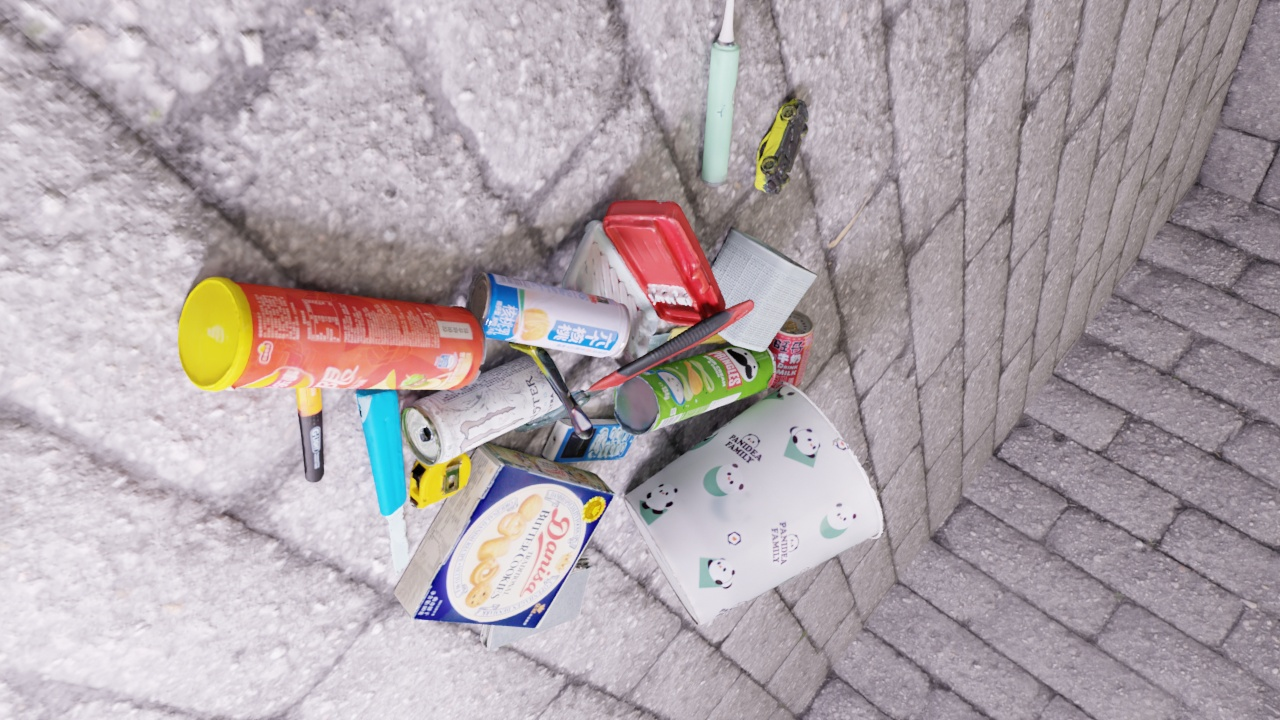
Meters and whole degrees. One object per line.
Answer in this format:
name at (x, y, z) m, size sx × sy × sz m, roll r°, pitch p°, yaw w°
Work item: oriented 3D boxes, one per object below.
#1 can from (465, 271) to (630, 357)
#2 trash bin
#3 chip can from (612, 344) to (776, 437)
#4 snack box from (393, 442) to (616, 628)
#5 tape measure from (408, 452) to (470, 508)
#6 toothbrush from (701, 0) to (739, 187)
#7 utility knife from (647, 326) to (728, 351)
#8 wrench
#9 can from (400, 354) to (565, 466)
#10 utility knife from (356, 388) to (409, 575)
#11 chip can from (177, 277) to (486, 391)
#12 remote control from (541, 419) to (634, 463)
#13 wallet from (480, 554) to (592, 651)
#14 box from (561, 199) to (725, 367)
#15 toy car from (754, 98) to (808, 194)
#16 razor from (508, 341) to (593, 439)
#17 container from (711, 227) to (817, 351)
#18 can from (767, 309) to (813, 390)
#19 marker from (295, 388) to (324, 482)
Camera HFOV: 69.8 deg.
can at (-0.078, -0.037, 0.783) m, size 0.134 × 0.053 × 0.053 m, roll 10°, pitch 113°, yaw -29°
trash bin at (0.131, 0.186, 1.148) m, size 0.251 × 0.229 × 0.230 m, roll -30°, pitch 144°, yaw -9°
chip can at (0.068, 0.029, 1.082) m, size 0.235 × 0.072 × 0.072 m, roll -16°, pitch 131°, yaw -47°
snack box at (-0.134, 0.187, 0.951) m, size 0.182 × 0.046 × 0.178 m, roll 23°, pitch 99°, yaw -48°
tape measure at (-0.183, 0.106, 0.848) m, size 0.059 × 0.029 × 0.057 m, roll -22°, pitch 135°, yaw -44°
toothbrush at (0.078, -0.265, 0.859) m, size 0.026 × 0.027 × 0.225 m, roll -82°, pitch 175°, yaw -48°
utility knife at (0.060, -0.028, 1.079) m, size 0.201 × 0.021 × 0.031 m, roll -5°, pitch 117°, yaw -47°
wrench at (-0.006, 0.005, 0.921) m, size 0.273 × 0.016 × 0.056 m, roll -27°, pitch 162°, yaw -6°
can at (-0.137, 0.041, 0.820) m, size 0.146 × 0.058 × 0.058 m, roll -25°, pitch 138°, yaw -41°
utility knife at (-0.221, 0.112, 0.810) m, size 0.034 × 0.018 × 0.235 m, roll -32°, pitch 141°, yaw -37°
chip can at (-0.209, -0.014, 0.656) m, size 0.216 × 0.073 × 0.073 m, roll 2°, pitch 117°, yaw -55°
remote control at (-0.054, 0.087, 1.014) m, size 0.124 × 0.024 × 0.049 m, roll 4°, pitch 116°, yaw -52°
wallet at (-0.124, 0.281, 1.087) m, size 0.129 × 0.037 × 0.107 m, roll -9°, pitch 126°, yaw -37°
box at (0.007, -0.060, 0.888) m, size 0.201 × 0.110 × 0.100 m, roll 54°, pitch 45°, yaw -59°
toy car at (0.150, -0.232, 0.989) m, size 0.048 × 0.032 × 0.105 m, roll 25°, pitch 86°, yaw -59°
razor at (-0.082, 0.012, 0.819) m, size 0.042 × 0.022 × 0.143 m, roll -41°, pitch 106°, yaw -33°
container at (0.126, -0.077, 1.049) m, size 0.089 × 0.090 × 0.111 m, roll 9°, pitch 114°, yaw -57°
can at (0.191, -0.014, 1.217) m, size 0.066 × 0.066 × 0.094 m, roll -29°, pitch 140°, yaw -38°
marker at (-0.254, 0.049, 0.708) m, size 0.018 × 0.015 × 0.124 m, roll -22°, pitch 138°, yaw -37°
